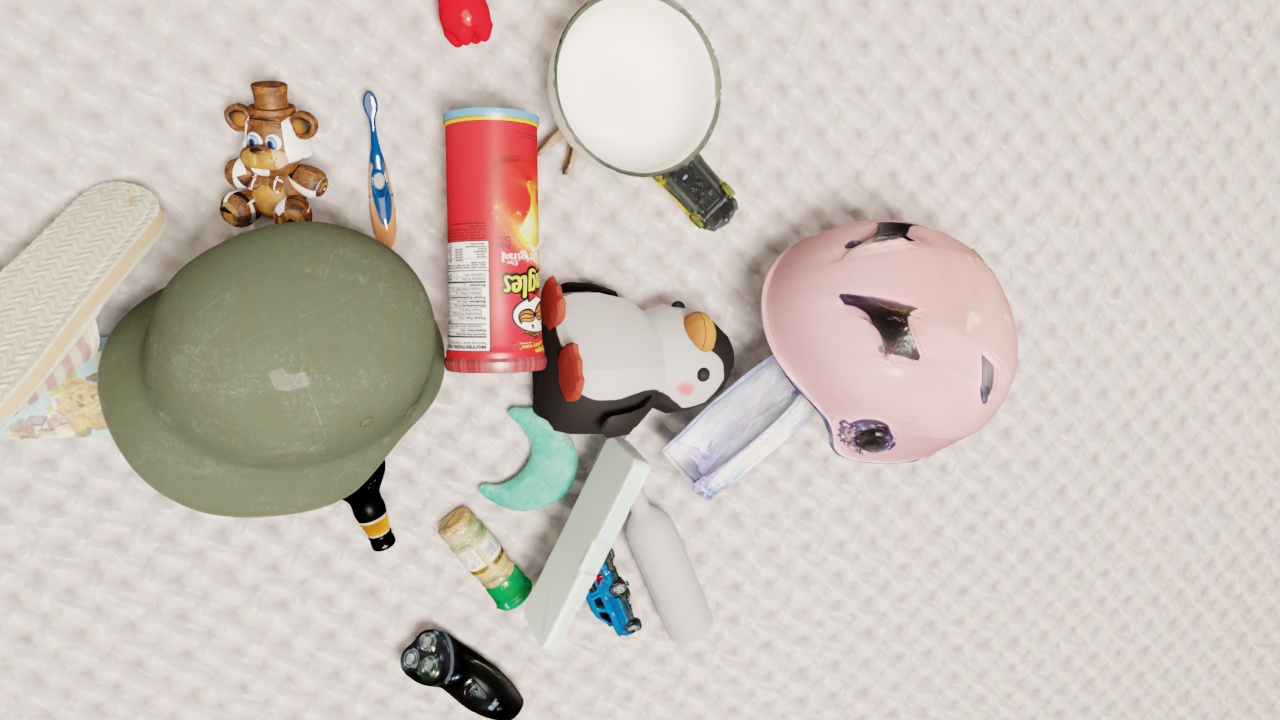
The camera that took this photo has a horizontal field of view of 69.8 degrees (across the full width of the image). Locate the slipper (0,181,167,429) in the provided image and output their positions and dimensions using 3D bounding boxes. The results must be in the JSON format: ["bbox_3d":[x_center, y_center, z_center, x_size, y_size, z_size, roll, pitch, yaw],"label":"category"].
[{"bbox_3d":[-0.458,-0.028,0.692,0.262,0.115,0.052,-61,159,-25],"label":"slipper"}]

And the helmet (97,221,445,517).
[{"bbox_3d":[-0.258,-0.017,0.708,0.267,0.154,0.227,-22,78,-41],"label":"helmet"}]

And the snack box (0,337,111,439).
[{"bbox_3d":[-0.481,0.022,0.754,0.174,0.053,0.075,0,104,-16],"label":"snack box"}]

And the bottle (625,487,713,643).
[{"bbox_3d":[0.020,0.200,0.947,0.052,0.052,0.195,-25,111,-8],"label":"bottle"}]

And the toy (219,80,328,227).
[{"bbox_3d":[-0.298,-0.165,0.743,0.087,0.067,0.113,8,118,6],"label":"toy"}]

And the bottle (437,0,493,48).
[{"bbox_3d":[-0.155,-0.330,0.745,0.042,0.042,0.142,-16,110,-11],"label":"bottle"}]

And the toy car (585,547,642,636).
[{"bbox_3d":[-0.033,0.234,0.931,0.043,0.056,0.120,-23,131,-3],"label":"toy car"}]

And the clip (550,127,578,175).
[{"bbox_3d":[-0.062,-0.196,0.823,0.049,0.026,0.061,-22,104,-19],"label":"clip"}]

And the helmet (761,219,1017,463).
[{"bbox_3d":[0.240,-0.027,0.838,0.255,0.153,0.229,27,59,-23],"label":"helmet"}]

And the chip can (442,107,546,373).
[{"bbox_3d":[-0.125,-0.098,0.779,0.087,0.087,0.213,-1,94,-15],"label":"chip can"}]

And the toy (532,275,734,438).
[{"bbox_3d":[-0.005,0.005,0.855,0.183,0.159,0.140,-2,146,-25],"label":"toy"}]

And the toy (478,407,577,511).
[{"bbox_3d":[-0.104,0.100,0.896,0.085,0.033,0.105,20,101,-9],"label":"toy"}]

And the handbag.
[{"bbox_3d":[0.103,0.066,0.907,0.158,0.126,0.069,-42,69,1],"label":"handbag"}]

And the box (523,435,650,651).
[{"bbox_3d":[-0.057,0.159,0.869,0.044,0.136,0.197,25,98,-17],"label":"box"}]

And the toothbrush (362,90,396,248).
[{"bbox_3d":[-0.226,-0.163,0.791,0.021,0.017,0.135,-5,110,-10],"label":"toothbrush"}]

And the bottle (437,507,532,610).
[{"bbox_3d":[-0.153,0.196,0.904,0.043,0.043,0.111,-35,111,-3],"label":"bottle"}]

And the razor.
[{"bbox_3d":[-0.175,0.323,0.923,0.140,0.063,0.053,42,92,-21],"label":"razor"}]

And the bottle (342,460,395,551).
[{"bbox_3d":[-0.264,0.092,0.832,0.059,0.059,0.182,-19,110,-10],"label":"bottle"}]

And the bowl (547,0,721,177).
[{"bbox_3d":[-0.013,-0.231,0.789,0.153,0.073,0.153,-2,95,-25],"label":"bowl"}]

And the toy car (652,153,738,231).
[{"bbox_3d":[0.047,-0.166,0.857,0.049,0.030,0.107,-44,110,-1],"label":"toy car"}]
